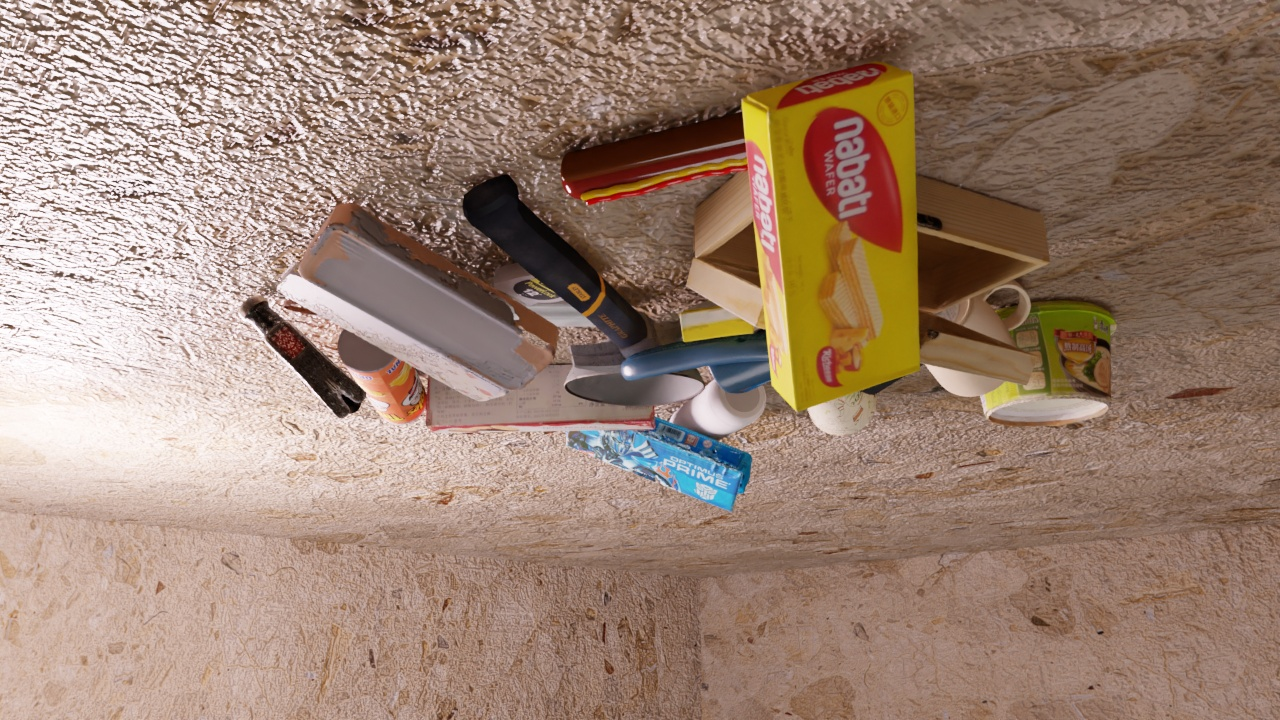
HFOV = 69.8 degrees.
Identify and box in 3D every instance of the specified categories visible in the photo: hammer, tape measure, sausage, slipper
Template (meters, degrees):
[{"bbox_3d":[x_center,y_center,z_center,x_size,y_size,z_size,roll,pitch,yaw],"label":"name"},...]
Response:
[{"bbox_3d":[-0.045,-0.067,0.791,0.139,0.035,0.312,-24,150,15],"label":"hammer"},{"bbox_3d":[-0.093,-0.071,0.835,0.065,0.016,0.064,-11,158,31],"label":"tape measure"},{"bbox_3d":[0.018,-0.134,0.611,0.156,0.040,0.040,-8,160,22],"label":"sausage"},{"bbox_3d":[-0.348,0.024,1.025,0.140,0.036,0.327,44,166,3],"label":"hammer"},{"bbox_3d":[0.083,0.002,0.822,0.214,0.059,0.103,-8,-177,21],"label":"slipper"}]

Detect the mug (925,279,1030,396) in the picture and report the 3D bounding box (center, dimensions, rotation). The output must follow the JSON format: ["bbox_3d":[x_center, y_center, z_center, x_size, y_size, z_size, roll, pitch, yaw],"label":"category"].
[{"bbox_3d":[0.309,-0.034,0.857,0.112,0.085,0.104,-37,136,16],"label":"mug"}]

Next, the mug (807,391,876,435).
[{"bbox_3d":[0.237,0.023,1.044,0.122,0.081,0.097,-27,146,13],"label":"mug"}]

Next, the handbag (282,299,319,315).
[{"bbox_3d":[-0.256,-0.054,0.883,0.196,0.043,0.093,4,167,18],"label":"handbag"}]

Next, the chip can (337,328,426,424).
[{"bbox_3d":[-0.284,0.016,1.025,0.062,0.062,0.211,2,161,-4],"label":"chip can"}]

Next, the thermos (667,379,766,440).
[{"bbox_3d":[0.101,0.083,1.181,0.101,0.068,0.230,40,157,-1],"label":"thermos"}]

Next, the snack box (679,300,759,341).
[{"bbox_3d":[0.082,-0.041,0.808,0.061,0.025,0.148,-6,-173,18],"label":"snack box"}]

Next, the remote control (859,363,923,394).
[{"bbox_3d":[0.285,0.001,0.980,0.039,0.010,0.125,18,133,-41],"label":"remote control"}]

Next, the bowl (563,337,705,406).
[{"bbox_3d":[-0.006,0.006,0.994,0.151,0.056,0.151,1,164,0],"label":"bowl"}]

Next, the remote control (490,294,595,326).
[{"bbox_3d":[-0.090,-0.046,0.897,0.133,0.022,0.050,0,162,0],"label":"remote control"}]

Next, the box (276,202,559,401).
[{"bbox_3d":[-0.192,-0.036,0.788,0.216,0.063,0.157,32,150,-25],"label":"box"}]

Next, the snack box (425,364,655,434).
[{"bbox_3d":[-0.119,0.047,1.095,0.273,0.076,0.044,-2,165,6],"label":"snack box"}]

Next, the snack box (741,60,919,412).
[{"bbox_3d":[0.121,-0.072,0.567,0.092,0.042,0.201,-17,120,-10],"label":"snack box"}]

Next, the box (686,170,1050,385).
[{"bbox_3d":[0.173,-0.065,0.705,0.248,0.148,0.141,11,170,-24],"label":"box"}]

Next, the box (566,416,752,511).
[{"bbox_3d":[0.018,0.115,1.169,0.243,0.066,0.091,20,159,14],"label":"box"}]

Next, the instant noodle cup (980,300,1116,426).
[{"bbox_3d":[0.408,0.008,0.932,0.146,0.097,0.146,0,161,0],"label":"instant noodle cup"}]
